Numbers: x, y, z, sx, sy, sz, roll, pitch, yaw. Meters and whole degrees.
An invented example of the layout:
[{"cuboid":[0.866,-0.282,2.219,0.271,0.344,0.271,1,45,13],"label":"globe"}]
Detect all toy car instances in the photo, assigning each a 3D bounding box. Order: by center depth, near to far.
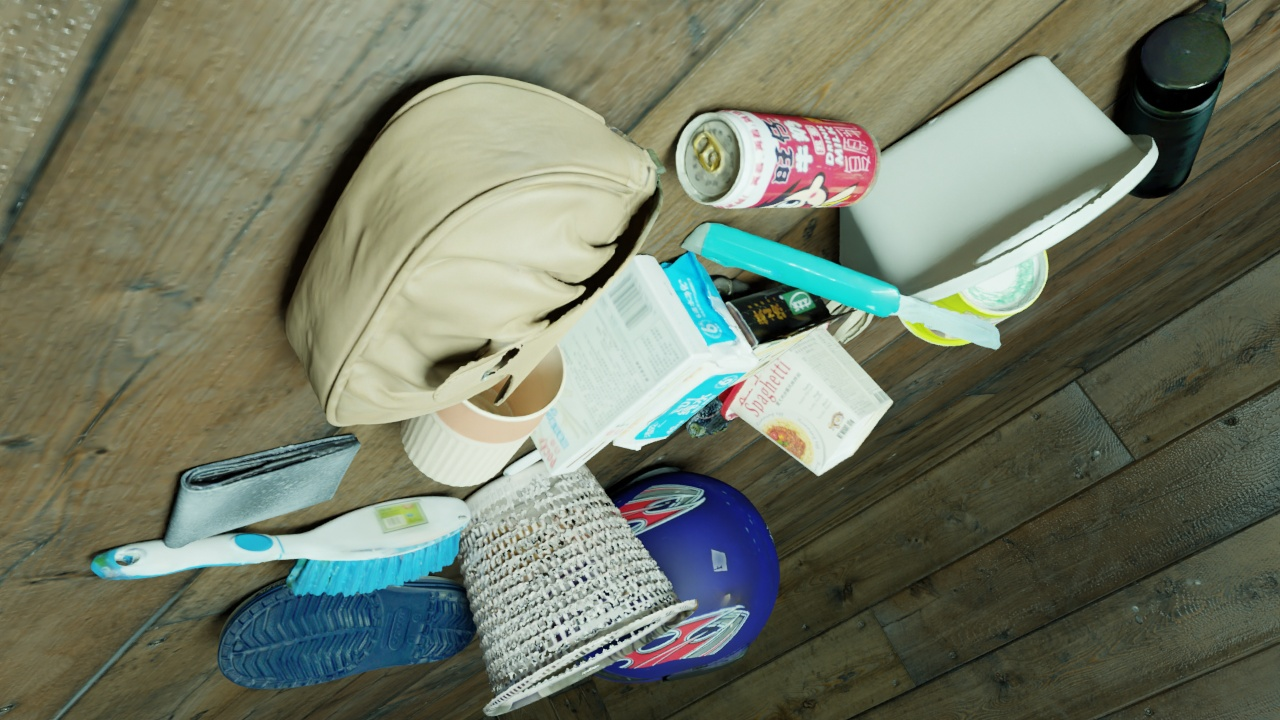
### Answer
[{"cuboid":[0.092,0.049,0.993,0.048,0.031,0.106,-8,153,-47],"label":"toy car"}]

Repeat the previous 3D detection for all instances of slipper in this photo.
[{"cuboid":[-0.281,0.248,0.900,0.252,0.105,0.095,5,-174,-35],"label":"slipper"}]

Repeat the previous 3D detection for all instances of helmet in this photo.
[{"cuboid":[0.008,0.268,1.106,0.316,0.247,0.240,-26,163,11],"label":"helmet"}]

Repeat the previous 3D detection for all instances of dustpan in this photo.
[{"cuboid":[0.260,-0.103,0.690,0.223,0.142,0.257,-32,159,10],"label":"dustpan"}]

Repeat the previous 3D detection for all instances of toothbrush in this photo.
[{"cuboid":[-0.050,0.065,0.861,0.180,0.016,0.016,-30,158,4],"label":"toothbrush"}]

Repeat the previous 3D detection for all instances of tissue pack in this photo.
[{"cuboid":[0.014,-0.004,0.672,0.063,0.090,0.140,-4,149,-50],"label":"tissue pack"}]

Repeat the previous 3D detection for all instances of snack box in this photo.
[{"cuboid":[-0.028,0.006,0.646,0.157,0.084,0.026,-41,159,32],"label":"snack box"},{"cuboid":[0.092,-0.017,0.745,0.113,0.053,0.126,-20,163,-46],"label":"snack box"}]

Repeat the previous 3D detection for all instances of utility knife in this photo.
[{"cuboid":[0.132,-0.050,0.611,0.013,0.219,0.029,-54,162,-57],"label":"utility knife"}]

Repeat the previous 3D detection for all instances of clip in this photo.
[{"cuboid":[0.220,-0.060,0.898,0.101,0.034,0.074,-45,154,26],"label":"clip"}]

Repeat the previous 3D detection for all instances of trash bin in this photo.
[{"cuboid":[-0.085,0.211,0.910,0.227,0.192,0.228,-25,160,-10],"label":"trash bin"}]

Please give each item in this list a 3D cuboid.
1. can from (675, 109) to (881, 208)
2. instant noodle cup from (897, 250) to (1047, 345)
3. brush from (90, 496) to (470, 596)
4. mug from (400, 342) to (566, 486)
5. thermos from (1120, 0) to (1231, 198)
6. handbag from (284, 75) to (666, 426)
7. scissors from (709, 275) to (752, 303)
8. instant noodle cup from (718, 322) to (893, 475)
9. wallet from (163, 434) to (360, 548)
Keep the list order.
[{"cuboid":[0.084,-0.117,0.541,0.132,0.053,0.053,-10,153,-43],"label":"can"},{"cuboid":[0.289,-0.072,0.794,0.111,0.111,0.123,-28,178,-2],"label":"instant noodle cup"},{"cuboid":[-0.272,0.155,0.742,0.313,0.060,0.110,-6,145,-42],"label":"brush"},{"cuboid":[-0.098,0.017,0.606,0.114,0.081,0.106,-51,-179,-42],"label":"mug"},{"cuboid":[0.462,-0.219,0.791,0.090,0.068,0.242,-55,156,5],"label":"thermos"},{"cuboid":[-0.081,-0.037,0.447,0.147,0.099,0.205,-15,160,-42],"label":"handbag"},{"cuboid":[0.006,0.005,0.781,0.139,0.021,0.236,-12,154,-40],"label":"scissors"},{"cuboid":[0.157,0.032,0.863,0.116,0.124,0.117,-18,144,-48],"label":"instant noodle cup"},{"cuboid":[-0.263,0.090,0.639,0.120,0.019,0.097,-14,157,-39],"label":"wallet"}]
